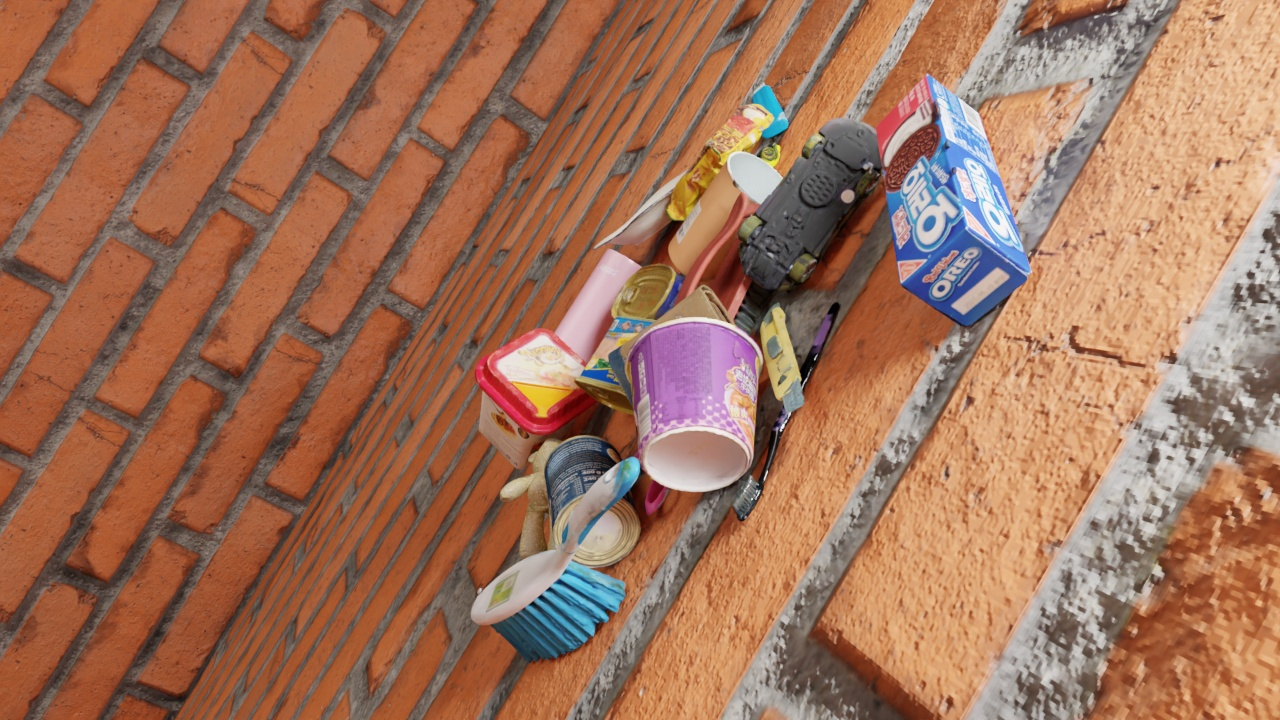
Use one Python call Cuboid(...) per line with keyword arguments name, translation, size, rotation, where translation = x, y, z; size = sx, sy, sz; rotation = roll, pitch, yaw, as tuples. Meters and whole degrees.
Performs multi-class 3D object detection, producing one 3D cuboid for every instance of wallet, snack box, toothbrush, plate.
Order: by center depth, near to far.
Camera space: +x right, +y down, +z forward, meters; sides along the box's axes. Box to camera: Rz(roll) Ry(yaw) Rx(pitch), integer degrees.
Cuboid(name="snack box", translation=(0.203, -0.114, 0.613), size=(0.058, 0.057, 0.207), rotation=(-46, 23, 37))
Cuboid(name="toothbrush", translation=(0.109, 0.033, 0.678), size=(0.014, 0.016, 0.188), rotation=(-7, 52, 59))
Cuboid(name="wallet", translation=(0.036, 0.002, 0.787), size=(0.115, 0.090, 0.033), rotation=(-36, -8, 28))
Cuboid(name="plate", translation=(0.027, -0.190, 1.135), size=(0.163, 0.034, 0.164), rotation=(-46, 11, -33))

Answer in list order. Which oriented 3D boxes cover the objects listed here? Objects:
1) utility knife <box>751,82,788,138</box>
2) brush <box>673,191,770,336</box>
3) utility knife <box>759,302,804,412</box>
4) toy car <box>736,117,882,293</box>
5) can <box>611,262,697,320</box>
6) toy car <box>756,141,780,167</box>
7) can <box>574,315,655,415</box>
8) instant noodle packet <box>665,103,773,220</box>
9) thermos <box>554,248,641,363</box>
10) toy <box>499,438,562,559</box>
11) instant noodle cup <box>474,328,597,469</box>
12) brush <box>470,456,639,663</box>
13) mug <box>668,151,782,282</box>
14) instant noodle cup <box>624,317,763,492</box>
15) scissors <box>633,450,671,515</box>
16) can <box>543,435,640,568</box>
Cuboid(name="utility knife", translation=(0.149, -0.303, 1.090), size=(0.034, 0.018, 0.181), rotation=(-33, 26, 20))
Cuboid(name="brush", translation=(0.084, -0.080, 0.828), size=(0.145, 0.069, 0.063), rotation=(-62, 21, -13))
Cuboid(name="utility knife", translation=(0.111, -0.002, 0.713), size=(0.031, 0.019, 0.183), rotation=(-54, 18, 21))
Cuboid(name="toy car", translation=(0.144, -0.129, 0.770), size=(0.158, 0.070, 0.042), rotation=(-53, -19, 11))
Cuboid(name="can", translation=(0.018, -0.060, 0.984), size=(0.074, 0.049, 0.148), rotation=(-59, 19, -6))
Cuboid(name="toy car", translation=(0.115, -0.190, 0.979), size=(0.105, 0.032, 0.048), rotation=(-49, 10, -10))
Cuboid(name="can", translation=(-0.005, 0.005, 0.909), size=(0.102, 0.057, 0.083), rotation=(13, 68, 53))
Cuboid(name="instant noodle packet", translation=(0.085, -0.218, 1.014), size=(0.110, 0.044, 0.129), rotation=(-43, -6, -33))
Cuboid(name="thermos", translation=(-0.073, -0.042, 1.132), size=(0.087, 0.067, 0.198), rotation=(33, 90, 33))
Cuboid(name="toy", translation=(-0.089, 0.143, 0.928), size=(0.105, 0.066, 0.157), rotation=(-16, 38, 13))
Cuboid(name="instant noodle cup", translation=(-0.122, 0.048, 1.032), size=(0.116, 0.116, 0.124), rotation=(-34, -21, -38))
Cuboid(name="brush", translation=(-0.053, 0.165, 0.723), size=(0.316, 0.109, 0.060), rotation=(-38, 25, 44))
Cuboid(name="mug", translation=(0.083, -0.138, 0.916), size=(0.123, 0.078, 0.078), rotation=(-46, 22, 40))
Cuboid(name="instant noodle cup", translation=(0.043, 0.040, 0.706), size=(0.112, 0.111, 0.099), rotation=(-42, 34, 37))
Cuboid(name="scissors", translation=(0.024, 0.081, 0.808), size=(0.134, 0.017, 0.133), rotation=(-32, 27, 52))
Cuboid(name="can", translation=(-0.045, 0.124, 0.814), size=(0.075, 0.075, 0.111), rotation=(-53, 20, 12))
